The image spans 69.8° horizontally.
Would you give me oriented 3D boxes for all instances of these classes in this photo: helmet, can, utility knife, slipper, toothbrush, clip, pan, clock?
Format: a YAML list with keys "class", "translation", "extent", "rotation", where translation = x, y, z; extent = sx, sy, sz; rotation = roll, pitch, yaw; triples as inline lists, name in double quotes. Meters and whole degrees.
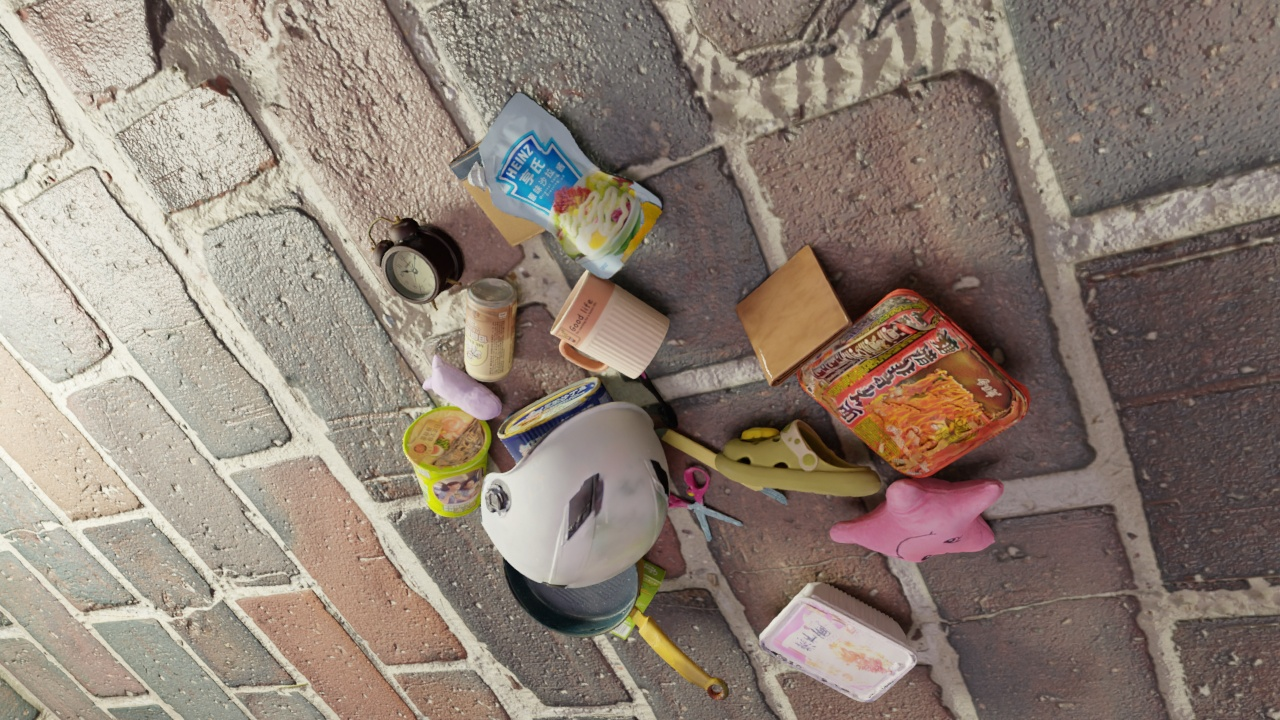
- class: "helmet"
  translation: [-0.059, 0.175, 1.063]
  extent: [0.146, 0.228, 0.259]
  rotation: [60, 140, 23]
- class: "can"
  translation: [-0.100, 0.074, 1.112]
  extent: [0.148, 0.074, 0.049]
  rotation: [-26, 110, 15]
- class: "utility knife"
  translation: [0.098, 0.129, 1.118]
  extent: [0.188, 0.020, 0.031]
  rotation: [33, 148, 4]
- class: "slipper"
  translation: [0.180, 0.108, 1.043]
  extent: [0.191, 0.091, 0.081]
  rotation: [6, 87, 28]
- class: "toothbrush"
  translation: [-0.006, 0.006, 1.077]
  extent: [0.018, 0.014, 0.189]
  rotation: [-7, 122, 49]
- class: "clip"
  translation: [-0.145, 0.068, 1.170]
  extent: [0.045, 0.027, 0.058]
  rotation: [48, 124, -6]
- class: "pan"
  translation: [-0.029, 0.326, 1.223]
  extent: [0.357, 0.078, 0.198]
  rotation: [32, 112, 8]
- class: "clock"
  translation: [-0.262, -0.118, 1.061]
  extent: [0.122, 0.055, 0.082]
  rotation: [44, 128, -10]
- class: "can"
  translation: [-0.178, -0.036, 1.084]
  extent: [0.058, 0.058, 0.116]
  rotation: [17, 128, 9]

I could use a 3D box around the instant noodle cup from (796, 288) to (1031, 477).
- class: "instant noodle cup"
  translation: [0.277, 0.018, 0.930]
  extent: [0.189, 0.078, 0.165]
  rotation: [41, 129, -8]

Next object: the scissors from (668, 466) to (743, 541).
- class: "scissors"
  translation: [0.066, 0.186, 1.177]
  extent: [0.131, 0.017, 0.133]
  rotation: [-4, 126, 21]

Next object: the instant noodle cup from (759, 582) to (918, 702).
- class: "instant noodle cup"
  translation: [0.258, 0.359, 1.195]
  extent: [0.173, 0.060, 0.138]
  rotation: [29, 129, 1]

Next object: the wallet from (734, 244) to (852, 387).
- class: "wallet"
  translation: [0.153, -0.045, 0.933]
  extent: [0.020, 0.101, 0.116]
  rotation: [6, 143, -43]

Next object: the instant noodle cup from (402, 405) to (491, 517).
- class: "instant noodle cup"
  translation: [-0.252, 0.143, 1.218]
  extent: [0.112, 0.111, 0.124]
  rotation: [16, 136, 10]

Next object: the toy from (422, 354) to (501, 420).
- class: "toy"
  translation: [-0.227, 0.042, 1.173]
  extent: [0.108, 0.038, 0.084]
  rotation: [31, 144, -8]

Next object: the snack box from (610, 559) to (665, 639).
- class: "snack box"
  translation: [-0.030, 0.333, 1.312]
  extent: [0.086, 0.026, 0.157]
  rotation: [26, 130, 2]

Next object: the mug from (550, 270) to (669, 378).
- class: "mug"
  translation: [-0.040, -0.030, 1.014]
  extent: [0.106, 0.081, 0.115]
  rotation: [30, 131, -10]

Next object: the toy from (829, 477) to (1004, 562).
- class: "toy"
  translation: [0.328, 0.178, 1.022]
  extent: [0.178, 0.074, 0.195]
  rotation: [14, 144, -16]

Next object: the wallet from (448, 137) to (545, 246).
- class: "wallet"
  translation: [-0.141, -0.184, 0.981]
  extent: [0.090, 0.033, 0.115]
  rotation: [-21, 115, 35]

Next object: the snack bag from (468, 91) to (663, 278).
- class: "snack bag"
  translation: [-0.079, -0.174, 0.939]
  extent: [0.191, 0.038, 0.110]
  rotation: [35, 115, -13]
